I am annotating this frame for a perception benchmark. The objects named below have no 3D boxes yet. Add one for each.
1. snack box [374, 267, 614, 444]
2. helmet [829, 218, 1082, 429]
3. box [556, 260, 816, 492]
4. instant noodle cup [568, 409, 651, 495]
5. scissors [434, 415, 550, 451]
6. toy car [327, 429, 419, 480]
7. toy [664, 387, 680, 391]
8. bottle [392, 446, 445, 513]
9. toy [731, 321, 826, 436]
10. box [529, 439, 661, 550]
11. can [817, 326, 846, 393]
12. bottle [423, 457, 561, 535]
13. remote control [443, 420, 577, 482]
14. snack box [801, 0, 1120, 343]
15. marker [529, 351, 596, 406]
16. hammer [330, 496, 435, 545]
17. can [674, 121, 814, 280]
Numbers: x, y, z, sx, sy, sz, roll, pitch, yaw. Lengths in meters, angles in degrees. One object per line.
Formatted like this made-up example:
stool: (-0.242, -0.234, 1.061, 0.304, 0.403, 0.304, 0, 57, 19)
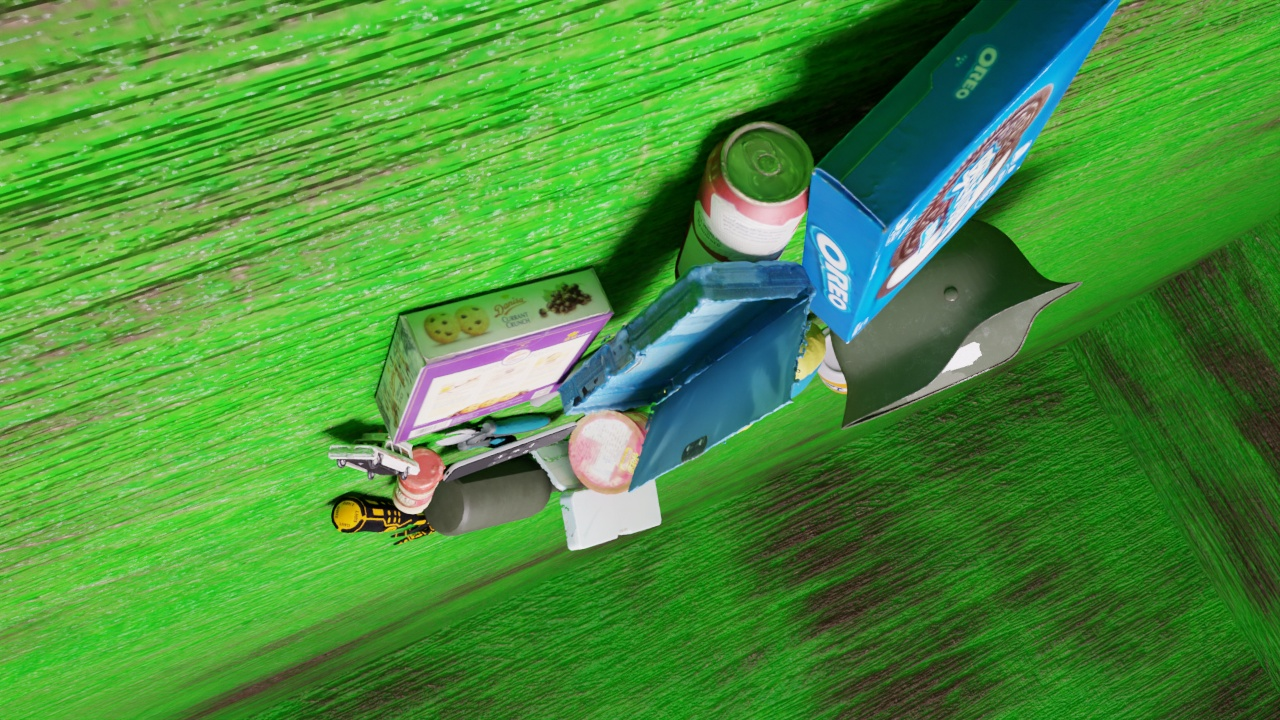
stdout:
snack box: (-0.109, -0.001, 0.665, 0.143, 0.040, 0.148, -17, 163, -29)
helmet: (0.295, -0.054, 0.928, 0.269, 0.153, 0.226, -32, 166, 39)
box: (0.029, 0.023, 0.644, 0.094, 0.102, 0.232, -3, 161, -29)
instant noodle cup: (-0.018, 0.101, 1.084, 0.098, 0.097, 0.108, -31, 171, 21)
scissors: (-0.145, 0.073, 0.908, 0.127, 0.019, 0.153, -22, 166, -18)
toy car: (-0.218, 0.076, 0.760, 0.039, 0.039, 0.113, 0, 165, 5)
toy: (0.033, 0.020, 0.868, 0.093, 0.036, 0.094, -9, 160, -4)
bottle: (-0.219, 0.119, 0.897, 0.044, 0.044, 0.109, -19, 165, -25)
toy: (0.126, 0.033, 1.094, 0.148, 0.084, 0.215, -7, 154, -47)
box: (-0.046, 0.153, 1.115, 0.049, 0.136, 0.197, -32, 164, 24)
can: (0.275, 0.000, 1.232, 0.079, 0.079, 0.142, -28, 165, 10)
bottle: (-0.154, 0.150, 1.057, 0.072, 0.071, 0.206, -34, 163, 29)
remote control: (-0.132, 0.093, 0.940, 0.146, 0.008, 0.045, -18, 165, -35)
snack box: (0.189, -0.124, 0.590, 0.195, 0.056, 0.239, -45, 165, -4)
marker: (-0.046, 0.004, 0.838, 0.141, 0.016, 0.016, -31, 164, 22)
hammer: (-0.273, 0.181, 1.048, 0.123, 0.036, 0.320, -25, 168, 2)
can: (0.065, -0.087, 0.605, 0.067, 0.067, 0.170, -22, 165, -13)
